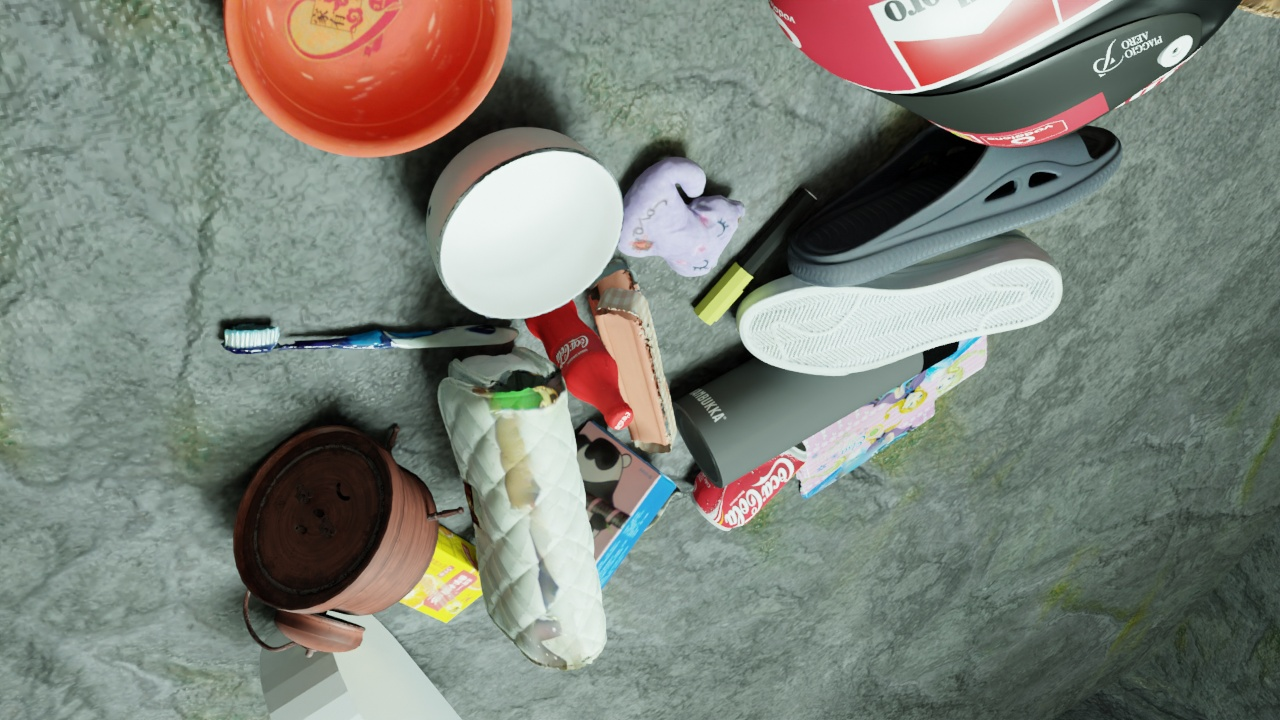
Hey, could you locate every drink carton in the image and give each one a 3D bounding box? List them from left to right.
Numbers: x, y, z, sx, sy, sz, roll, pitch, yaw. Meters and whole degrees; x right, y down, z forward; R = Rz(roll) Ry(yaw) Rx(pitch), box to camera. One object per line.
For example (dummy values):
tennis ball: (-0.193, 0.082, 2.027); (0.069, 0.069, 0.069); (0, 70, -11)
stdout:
drink carton: (-0.173, 0.158, 0.718); (0.058, 0.043, 0.134); (-39, 142, 0)

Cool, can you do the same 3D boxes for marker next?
marker: (0.088, -0.078, 0.697); (0.124, 0.017, 0.021); (-49, 140, 13)

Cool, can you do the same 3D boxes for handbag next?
handbag: (-0.079, 0.092, 0.606); (0.072, 0.139, 0.195); (-15, 105, -20)

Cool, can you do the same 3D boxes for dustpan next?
dustpan: (-0.194, 0.301, 0.712); (0.053, 0.191, 0.258); (-31, 117, -7)

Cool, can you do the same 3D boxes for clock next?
clock: (-0.204, 0.120, 0.599); (0.157, 0.120, 0.072); (-45, 149, -2)

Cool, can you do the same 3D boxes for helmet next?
helmet: (0.214, -0.231, 0.499); (0.271, 0.197, 0.224); (-38, 142, 15)

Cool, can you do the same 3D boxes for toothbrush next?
toothbrush: (-0.161, -0.016, 0.575); (0.188, 0.016, 0.017); (-3, 120, -34)

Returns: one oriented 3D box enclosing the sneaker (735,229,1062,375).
sneaker: (0.196, -0.054, 0.729); (0.242, 0.090, 0.089); (-11, 121, 11)

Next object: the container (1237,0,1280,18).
container: (0.440, -0.341, 0.623); (0.113, 0.112, 0.199); (-4, 132, -34)

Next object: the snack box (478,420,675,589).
snack box: (-0.051, 0.133, 0.720); (0.154, 0.088, 0.033); (-53, 142, -3)

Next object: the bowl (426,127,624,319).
bowl: (-0.073, -0.086, 0.532); (0.113, 0.063, 0.114); (-21, 138, -20)

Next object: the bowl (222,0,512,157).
bowl: (-0.128, -0.163, 0.427); (0.130, 0.045, 0.131); (-20, 139, -19)

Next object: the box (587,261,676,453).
box: (-0.006, 0.001, 0.699); (0.056, 0.063, 0.188); (1, 142, 10)

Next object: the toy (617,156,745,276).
toy: (0.030, -0.096, 0.621); (0.099, 0.036, 0.080); (9, 124, -40)

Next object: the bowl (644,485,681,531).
bowl: (-0.021, 0.128, 0.778); (0.110, 0.055, 0.110); (-41, 176, -4)

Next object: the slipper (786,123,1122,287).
slipper: (0.227, -0.140, 0.686); (0.268, 0.110, 0.083); (-24, 120, -8)

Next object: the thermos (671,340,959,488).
thermos: (0.150, 0.015, 0.784); (0.240, 0.082, 0.082); (-28, 141, -10)

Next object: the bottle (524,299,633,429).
bottle: (-0.038, 0.000, 0.599); (0.036, 0.119, 0.036); (-20, 138, -19)

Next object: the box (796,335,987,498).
box: (0.254, 0.056, 0.942); (0.230, 0.035, 0.159); (-32, 140, -5)

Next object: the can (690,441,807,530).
can: (0.099, 0.103, 0.849); (0.105, 0.064, 0.064); (-49, 140, 15)
